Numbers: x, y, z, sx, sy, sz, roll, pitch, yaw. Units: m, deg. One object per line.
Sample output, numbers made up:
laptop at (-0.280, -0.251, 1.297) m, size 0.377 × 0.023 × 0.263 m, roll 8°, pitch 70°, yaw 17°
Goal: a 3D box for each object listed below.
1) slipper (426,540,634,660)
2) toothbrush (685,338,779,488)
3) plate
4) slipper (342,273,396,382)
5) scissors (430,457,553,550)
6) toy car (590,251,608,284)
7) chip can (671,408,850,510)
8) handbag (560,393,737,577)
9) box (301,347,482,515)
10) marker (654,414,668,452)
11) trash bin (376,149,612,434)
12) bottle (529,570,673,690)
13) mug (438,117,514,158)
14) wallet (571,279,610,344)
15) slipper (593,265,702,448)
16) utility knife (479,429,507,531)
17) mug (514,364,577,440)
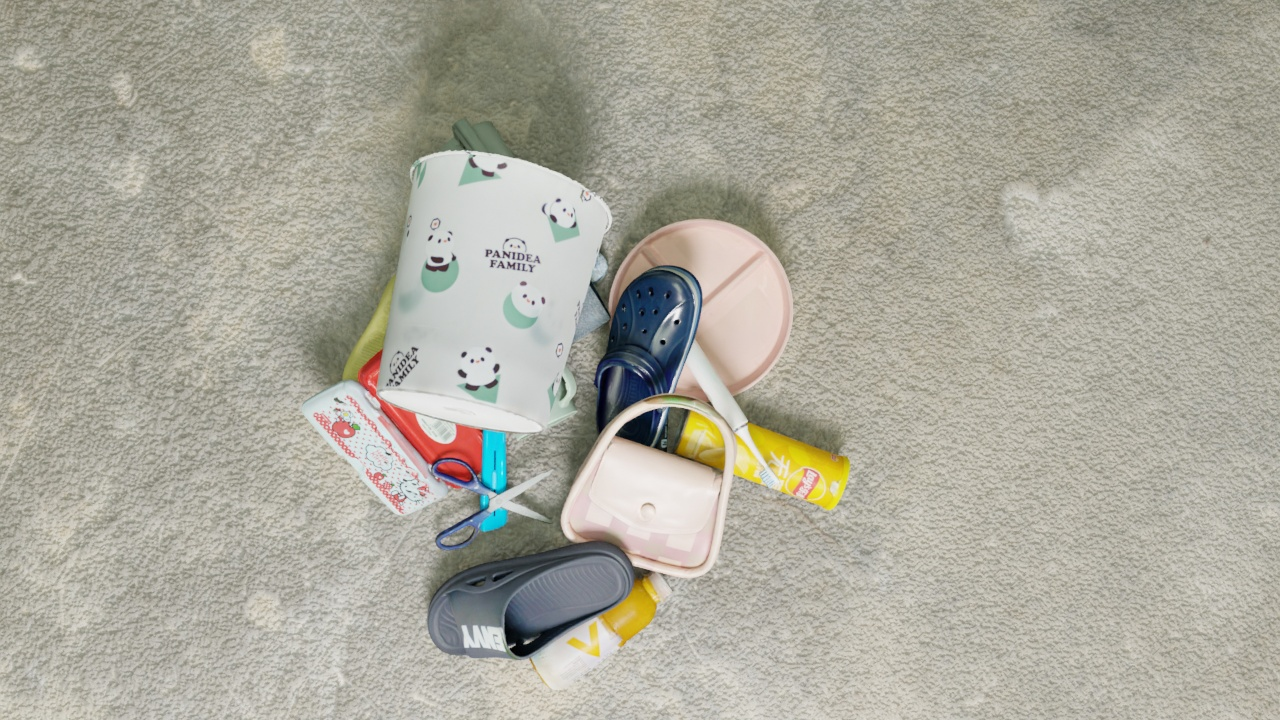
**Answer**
slipper at (-0.137, 0.289, 1.072) m, size 0.268 × 0.083 × 0.111 m, roll -20°, pitch 106°, yaw 12°
toothbrush at (0.103, 0.055, 1.107) m, size 0.026 × 0.026 × 0.221 m, roll -34°, pitch 79°, yaw 10°
plate at (0.075, -0.062, 1.150) m, size 0.229 × 0.028 × 0.229 m, roll 0°, pitch 100°, yaw 2°
slipper at (-0.293, -0.027, 1.125) m, size 0.091 × 0.081 × 0.191 m, roll 25°, pitch 102°, yaw -11°
scissors at (-0.187, 0.171, 1.119) m, size 0.176 × 0.012 × 0.162 m, roll -39°, pitch 112°, yaw 4°
toy car at (-0.084, -0.144, 1.166) m, size 0.049 × 0.031 × 0.105 m, roll -37°, pitch 89°, yaw -5°
chip can at (0.149, 0.118, 1.146) m, size 0.213 × 0.072 × 0.072 m, roll 20°, pitch 86°, yaw -1°
handbag at (0.024, 0.134, 1.075) m, size 0.193 × 0.093 × 0.235 m, roll 18°, pitch 120°, yaw -4°
box at (-0.283, 0.087, 1.095) m, size 0.161 × 0.060 × 0.201 m, roll -35°, pitch 119°, yaw -5°
marker at (0.024, 0.098, 1.154) m, size 0.022 × 0.020 × 0.132 m, roll 6°, pitch 100°, yaw 28°
trash bin at (-0.165, -0.062, 1.000) m, size 0.229 × 0.230 × 0.251 m, roll 11°, pitch 76°, yaw -3°
bottle at (-0.046, 0.325, 1.124) m, size 0.189 × 0.068 × 0.068 m, roll -36°, pitch 89°, yaw -5°
mug at (-0.188, -0.231, 1.119) m, size 0.083 × 0.124 × 0.103 m, roll -34°, pitch 91°, yaw -6°
wallet at (-0.103, -0.079, 1.153) m, size 0.097 × 0.019 × 0.121 m, roll -30°, pitch 89°, yaw 21°
slipper at (-0.007, 0.006, 1.094) m, size 0.105 × 0.095 × 0.253 m, roll 22°, pitch 109°, yaw 21°
utility knife at (-0.179, 0.121, 1.120) m, size 0.034 × 0.018 × 0.191 m, roll 0°, pitch 108°, yaw -9°
mug at (-0.127, 0.028, 1.118) m, size 0.112 × 0.082 × 0.106 m, roll -29°, pitch 84°, yaw 40°
